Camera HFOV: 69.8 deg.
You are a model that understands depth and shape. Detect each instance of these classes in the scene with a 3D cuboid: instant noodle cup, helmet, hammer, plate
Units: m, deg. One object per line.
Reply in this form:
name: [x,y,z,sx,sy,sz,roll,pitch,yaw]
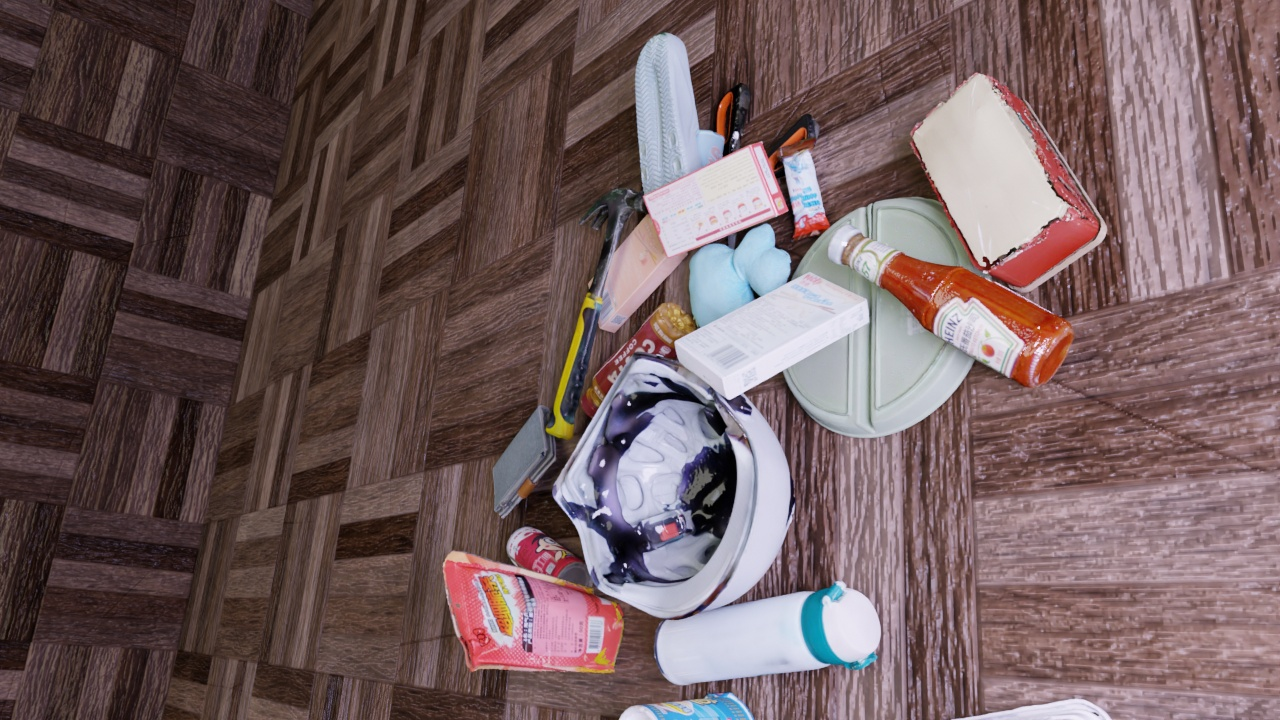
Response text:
instant noodle cup: [0.036,0.353,0.837,0.099,0.109,0.099,-25,57,46]
helmet: [0.052,0.126,0.881,0.259,0.145,0.229,40,108,44]
instant noodle cup: [0.256,0.321,0.604,0.138,0.060,0.173,-32,53,42]
hammer: [-0.063,-0.060,1.161,0.126,0.031,0.323,17,91,54]
plate: [0.211,-0.044,0.841,0.231,0.027,0.229,-24,58,46]

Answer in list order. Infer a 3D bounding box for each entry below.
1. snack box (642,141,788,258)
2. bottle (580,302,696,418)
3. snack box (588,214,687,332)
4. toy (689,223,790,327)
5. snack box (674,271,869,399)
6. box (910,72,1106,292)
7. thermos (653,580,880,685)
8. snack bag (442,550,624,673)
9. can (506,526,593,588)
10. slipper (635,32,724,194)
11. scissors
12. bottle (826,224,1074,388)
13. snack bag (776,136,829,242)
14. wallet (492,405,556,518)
snack box: [0.077,-0.168,0.980,0.156,0.026,0.077,-16,98,43]
bottle: [-0.006,0.006,1.081,0.175,0.057,0.057,-46,44,33]
snack box: [-0.007,-0.115,1.157,0.158,0.026,0.084,-45,45,33]
toy: [0.099,-0.082,0.983,0.157,0.049,0.161,-57,39,32]
snack box: [0.117,-0.026,0.823,0.085,0.156,0.027,39,151,52]
box: [0.288,-0.149,0.739,0.092,0.077,0.168,-42,46,36]
thermos: [0.111,0.250,0.821,0.225,0.073,0.073,-27,56,44]
snack bag: [-0.114,0.278,0.985,0.073,0.207,0.128,-43,46,28]
can: [-0.113,0.249,1.125,0.133,0.053,0.053,18,91,54]
slipper: [0.049,-0.255,1.069,0.104,0.074,0.245,-6,92,59]
scissors: [0.121,-0.215,1.039,0.221,0.021,0.230,-14,68,54]
bottle: [0.238,-0.052,0.733,0.206,0.059,0.060,37,106,34]
snack bag: [0.167,-0.174,0.940,0.048,0.026,0.104,-11,86,39]
wallet: [-0.155,0.140,1.242,0.130,0.037,0.106,-51,31,26]
